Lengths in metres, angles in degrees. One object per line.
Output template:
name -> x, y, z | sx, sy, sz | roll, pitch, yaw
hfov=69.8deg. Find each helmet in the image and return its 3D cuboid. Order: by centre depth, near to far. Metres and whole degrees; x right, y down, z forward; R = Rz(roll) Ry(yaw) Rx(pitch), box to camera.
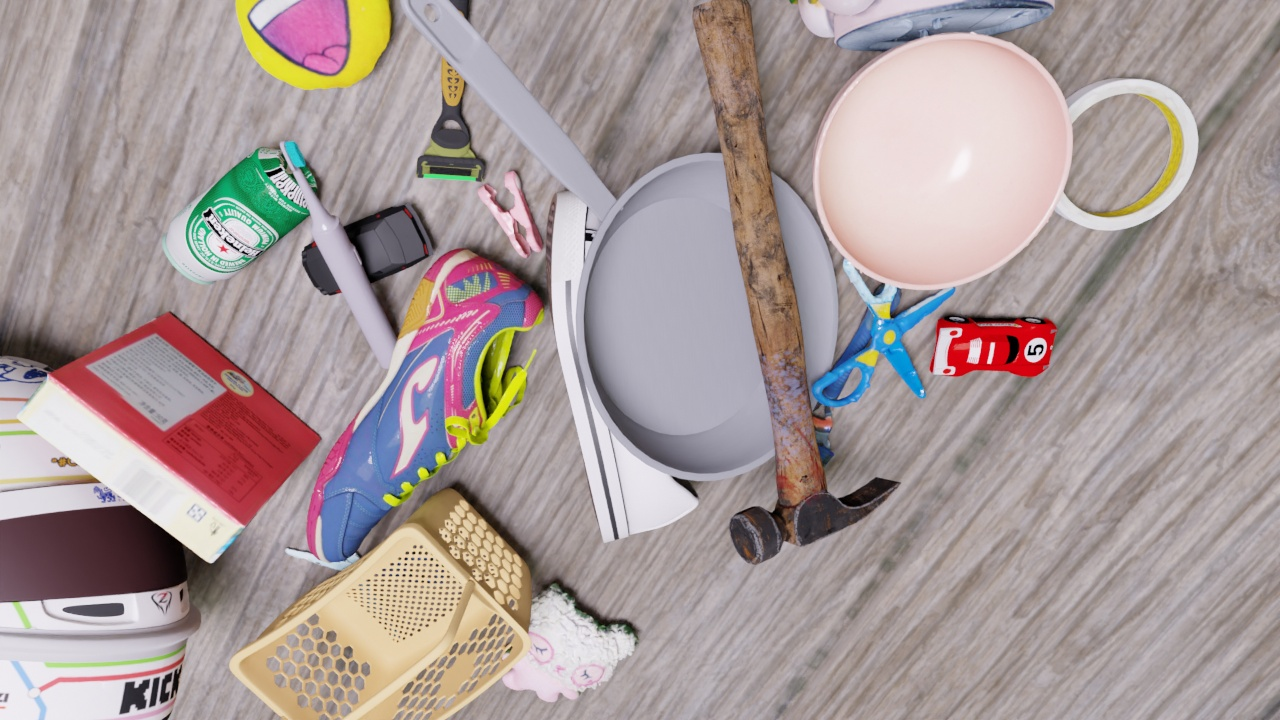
helmet -> -0.444, 0.111, 0.598 | 0.315, 0.231, 0.236 | 0, 82, 8

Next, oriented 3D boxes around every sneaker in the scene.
sneaker -> -0.004, 0.004, 0.617 | 0.097, 0.091, 0.245 | -12, 106, -5
sneaker -> -0.144, 0.047, 0.619 | 0.091, 0.116, 0.242 | 30, 102, 3

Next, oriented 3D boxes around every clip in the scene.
clip -> -0.090, -0.097, 0.616 | 0.045, 0.023, 0.060 | -1, 108, 8

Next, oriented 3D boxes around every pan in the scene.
pan -> -0.007, -0.073, 0.536 | 0.356, 0.051, 0.200 | 42, 72, -28

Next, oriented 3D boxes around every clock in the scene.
clock -> 0.149, -0.213, 0.515 | 0.158, 0.116, 0.059 | -4, 98, 4

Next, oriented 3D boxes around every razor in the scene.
razor -> -0.119, -0.187, 0.585 | 0.044, 0.021, 0.144 | 1, 112, -16
razor -> 0.143, 0.008, 0.643 | 0.044, 0.018, 0.141 | 25, 105, -8

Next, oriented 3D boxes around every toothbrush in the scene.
toothbrush -> -0.189, -0.062, 0.587 | 0.019, 0.018, 0.188 | -4, 139, 7

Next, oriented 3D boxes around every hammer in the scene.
hammer -> 0.084, -0.048, 0.557 | 0.119, 0.033, 0.330 | -17, 103, -26

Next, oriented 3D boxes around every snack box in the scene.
snack box -> -0.302, 0.045, 0.612 | 0.142, 0.144, 0.040 | 42, 103, -12

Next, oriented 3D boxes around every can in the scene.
can -> -0.264, -0.096, 0.608 | 0.101, 0.053, 0.053 | -34, 104, 13

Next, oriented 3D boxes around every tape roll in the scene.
tape roll -> 0.302, -0.131, 0.584 | 0.094, 0.019, 0.094 | 1, 109, 2

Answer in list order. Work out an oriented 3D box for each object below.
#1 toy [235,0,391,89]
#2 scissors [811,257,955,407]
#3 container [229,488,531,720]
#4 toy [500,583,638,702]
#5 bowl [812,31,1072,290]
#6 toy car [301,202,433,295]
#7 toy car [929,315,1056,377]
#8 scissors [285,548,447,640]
toy -> -0.203, -0.216, 0.569 | 0.095, 0.041, 0.094 | -23, 111, 8
scissors -> 0.161, -0.019, 0.614 | 0.125, 0.014, 0.130 | -32, 117, -12
container -> -0.174, 0.198, 0.631 | 0.184, 0.166, 0.129 | -37, 103, 15
toy -> -0.064, 0.235, 0.724 | 0.095, 0.041, 0.109 | 33, 114, -10
bowl -> 0.171, -0.125, 0.558 | 0.153, 0.076, 0.153 | -2, 117, -4
toy car -> -0.188, -0.072, 0.621 | 0.092, 0.036, 0.042 | -20, 107, 10
toy car -> 0.239, -0.009, 0.622 | 0.089, 0.025, 0.038 | 1, 110, -7
scissors -> -0.210, 0.162, 0.720 | 0.119, 0.014, 0.129 | -28, 103, 15
